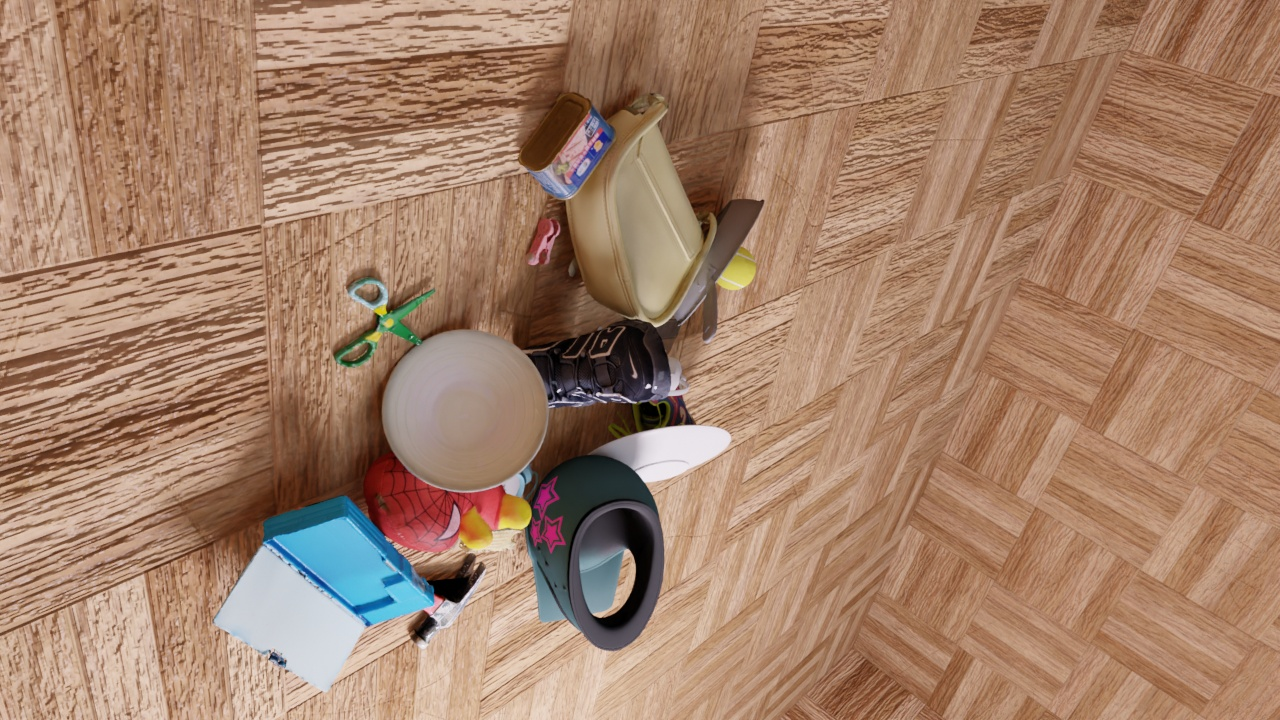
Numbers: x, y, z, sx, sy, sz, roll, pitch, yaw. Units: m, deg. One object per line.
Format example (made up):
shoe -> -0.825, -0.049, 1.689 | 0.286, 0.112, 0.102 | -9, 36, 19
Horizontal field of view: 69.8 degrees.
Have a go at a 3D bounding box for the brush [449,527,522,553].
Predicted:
brush -> -0.207, 0.234, 1.238 | 0.117, 0.039, 0.049 | 16, 107, -57

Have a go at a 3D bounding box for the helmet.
helmet -> -0.071, 0.265, 1.280 | 0.176, 0.200, 0.275 | -4, 104, -24

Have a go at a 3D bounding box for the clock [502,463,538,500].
clock -> -0.177, 0.174, 1.219 | 0.123, 0.042, 0.087 | 2, 117, -56

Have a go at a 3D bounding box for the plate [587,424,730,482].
plate -> 0.025, 0.152, 1.358 | 0.229, 0.030, 0.230 | -10, 157, -4

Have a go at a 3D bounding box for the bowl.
bowl -> -0.192, 0.057, 1.011 | 0.176, 0.176, 0.058 | -48, -177, -14

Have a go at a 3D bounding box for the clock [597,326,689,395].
clock -> -0.007, 0.007, 1.192 | 0.119, 0.159, 0.061 | -10, 118, -51

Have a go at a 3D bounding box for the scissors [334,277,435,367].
scissors -> -0.259, -0.043, 0.926 | 0.125, 0.011, 0.130 | -39, 146, -24

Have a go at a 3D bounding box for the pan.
pan -> 0.086, -0.105, 1.157 | 0.201, 0.051, 0.355 | -54, -175, 24

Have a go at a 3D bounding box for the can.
can -> -0.078, -0.227, 0.968 | 0.099, 0.054, 0.059 | -54, 148, -4

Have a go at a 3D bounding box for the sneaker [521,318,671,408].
sneaker -> -0.080, 0.013, 1.063 | 0.150, 0.253, 0.097 | -10, 90, -33

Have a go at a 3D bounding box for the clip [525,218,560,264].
clip -> -0.107, -0.133, 1.047 | 0.060, 0.023, 0.044 | -57, 154, 4

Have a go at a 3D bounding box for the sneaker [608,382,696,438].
sneaker -> 0.022, 0.106, 1.390 | 0.242, 0.116, 0.090 | 78, 22, -46

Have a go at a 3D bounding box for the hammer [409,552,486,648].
hammer -> -0.305, 0.268, 1.137 | 0.140, 0.036, 0.326 | -49, 149, -9

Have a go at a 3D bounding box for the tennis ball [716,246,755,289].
tennis ball -> 0.136, -0.136, 1.345 | 0.065, 0.065, 0.065 | -35, 144, -31

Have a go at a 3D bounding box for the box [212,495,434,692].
box -> -0.337, 0.246, 0.986 | 0.170, 0.070, 0.244 | -39, 146, -16

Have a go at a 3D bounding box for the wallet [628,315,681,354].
wallet -> 0.019, -0.049, 1.301 | 0.120, 0.027, 0.099 | -5, 121, -54

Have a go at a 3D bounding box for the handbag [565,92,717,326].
handbag -> -0.005, -0.170, 1.071 | 0.190, 0.089, 0.233 | -48, 134, -23

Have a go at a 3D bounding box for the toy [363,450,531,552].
toy -> -0.226, 0.155, 1.059 | 0.099, 0.147, 0.216 | -36, 161, 27
